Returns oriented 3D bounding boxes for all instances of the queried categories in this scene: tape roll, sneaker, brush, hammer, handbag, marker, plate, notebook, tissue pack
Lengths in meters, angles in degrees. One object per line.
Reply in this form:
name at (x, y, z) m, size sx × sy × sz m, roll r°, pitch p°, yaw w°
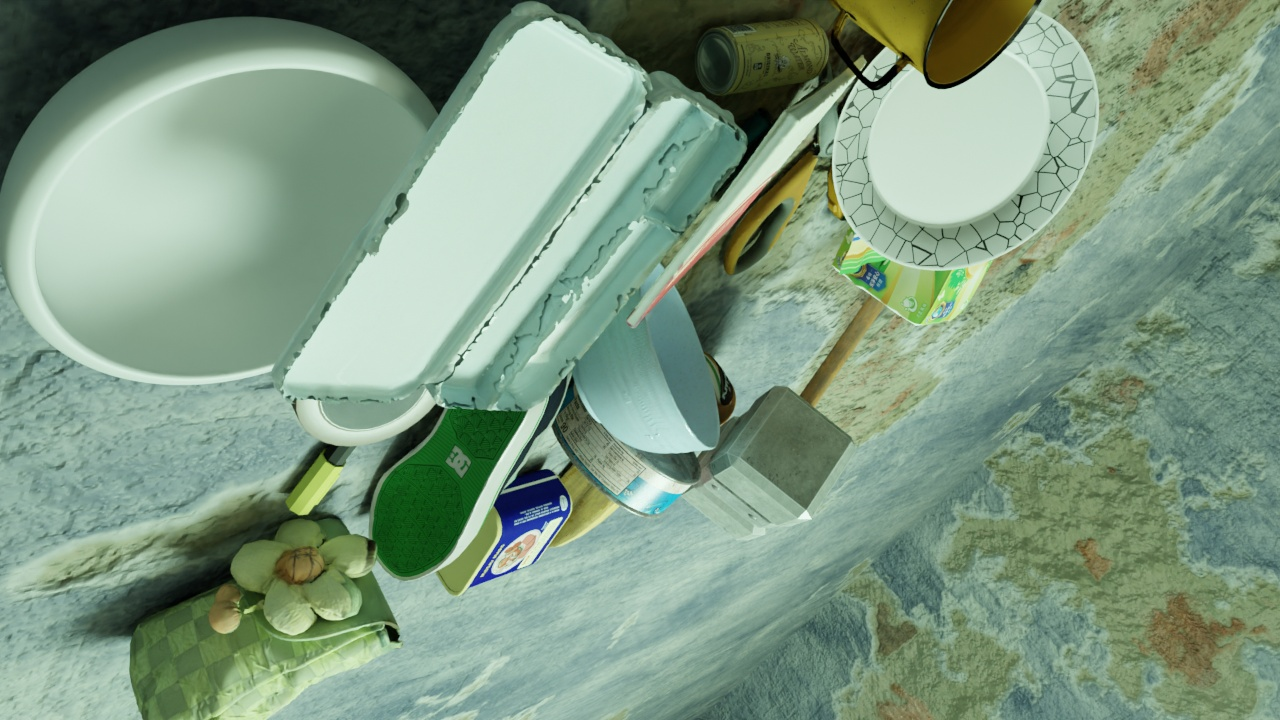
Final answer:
tape roll at (-0.164, 0.007, 0.553) m, size 0.093 × 0.030 × 0.094 m, roll -24°, pitch 142°, yaw -21°
sneaker at (-0.125, 0.077, 0.690) m, size 0.236 × 0.084 × 0.078 m, roll -52°, pitch 164°, yaw 26°
brush at (-0.037, 0.118, 0.895) m, size 0.196 × 0.059 × 0.043 m, roll -46°, pitch 163°, yaw 22°
hammer at (0.171, 0.007, 0.827) m, size 0.317 × 0.083 × 0.163 m, roll -51°, pitch 179°, yaw -21°
handbag at (-0.268, 0.188, 0.650) m, size 0.186 × 0.113 × 0.117 m, roll -27°, pitch 145°, yaw -21°
marker at (-0.201, 0.058, 0.624) m, size 0.124 × 0.017 × 0.021 m, roll -49°, pitch 153°, yaw 19°
plate at (0.227, -0.155, 0.650) m, size 0.188 × 0.016 × 0.189 m, roll -2°, pitch 119°, yaw -4°
notebook at (0.071, -0.111, 0.566) m, size 0.153 × 0.012 × 0.208 m, roll -50°, pitch 179°, yaw 33°
tissue pack at (0.228, -0.130, 0.733) m, size 0.141 × 0.120 × 0.198 m, roll -14°, pitch 129°, yaw -43°

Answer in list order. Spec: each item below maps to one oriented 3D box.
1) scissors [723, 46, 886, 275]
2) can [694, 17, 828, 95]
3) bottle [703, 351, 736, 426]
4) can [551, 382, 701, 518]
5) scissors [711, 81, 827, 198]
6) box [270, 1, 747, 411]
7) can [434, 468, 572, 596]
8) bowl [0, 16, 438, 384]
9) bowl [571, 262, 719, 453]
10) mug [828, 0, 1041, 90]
scissors at (0.151, -0.156, 0.727) m, size 0.216 × 0.016 × 0.226 m, roll -8°, pitch 140°, yaw -46°
can at (0.074, -0.183, 0.552) m, size 0.079 × 0.038 × 0.038 m, roll -20°, pitch 149°, yaw -34°
bottle at (0.043, 0.015, 0.823) m, size 0.059 × 0.059 × 0.167 m, roll -39°, pitch 155°, yaw 1°
can at (-0.012, 0.065, 0.751) m, size 0.044 × 0.130 × 0.129 m, roll -45°, pitch 154°, yaw 15°
scissors at (0.065, -0.141, 0.634) m, size 0.126 × 0.019 × 0.144 m, roll -17°, pitch 154°, yaw -44°
box at (-0.055, -0.053, 0.436) m, size 0.188 × 0.037 × 0.209 m, roll 7°, pitch 128°, yaw -53°
can at (-0.126, 0.154, 0.841) m, size 0.092 × 0.056 × 0.116 m, roll -10°, pitch 144°, yaw -47°
bowl at (-0.171, -0.072, 0.386) m, size 0.176 × 0.066 × 0.177 m, roll -30°, pitch 154°, yaw -17°
bowl at (-0.004, 0.004, 0.666) m, size 0.075 × 0.150 × 0.150 m, roll -20°, pitch 159°, yaw 15°
mug at (0.163, -0.220, 0.538) m, size 0.124 × 0.094 × 0.100 m, roll -46°, pitch 153°, yaw 12°
